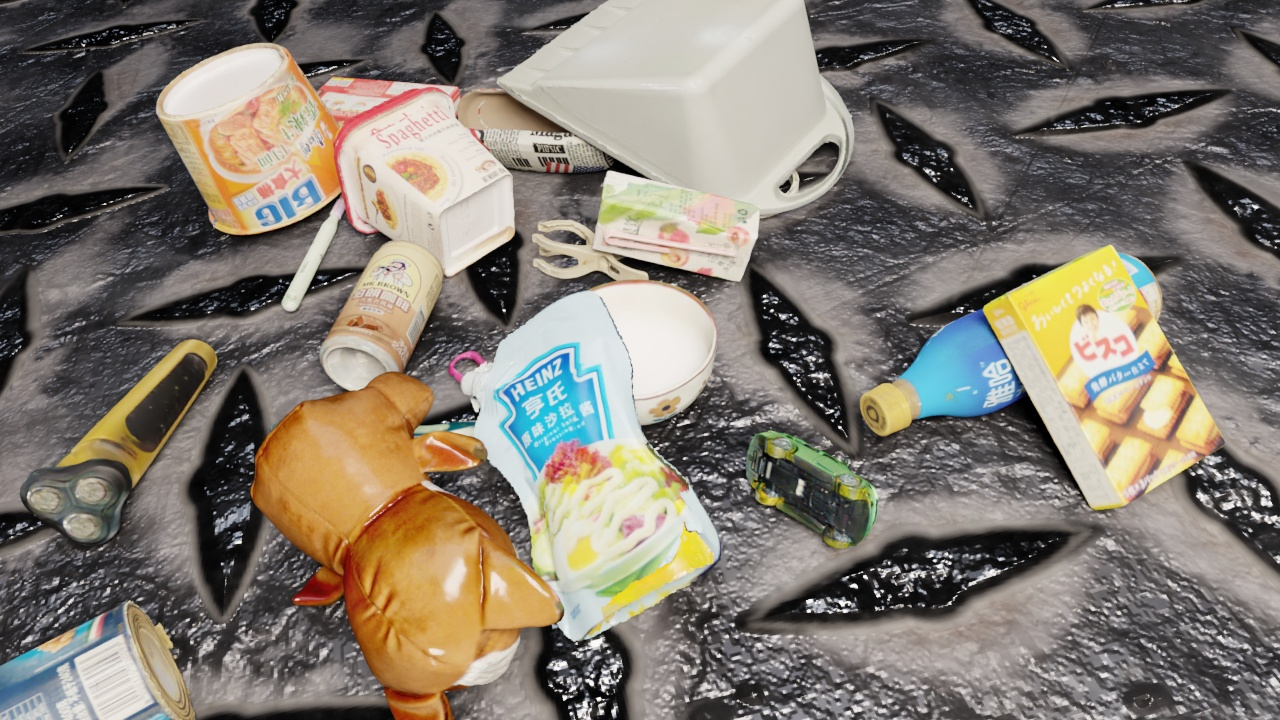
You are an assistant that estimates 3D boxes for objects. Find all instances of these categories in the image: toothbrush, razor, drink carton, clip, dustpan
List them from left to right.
[{"bbox_3d":[-0.340,0.046,0.623,0.068,0.062,0.167,-24,31,28],"label":"razor"},{"bbox_3d":[-0.274,-0.107,0.792,0.029,0.020,0.189,15,44,-10],"label":"toothbrush"},{"bbox_3d":[-0.161,0.047,0.625,0.192,0.018,0.016,-2,44,5],"label":"toothbrush"},{"bbox_3d":[-0.037,-0.087,0.738,0.100,0.035,0.071,10,45,9],"label":"clip"},{"bbox_3d":[0.026,-0.102,0.709,0.122,0.054,0.045,12,48,-5],"label":"drink carton"},{"bbox_3d":[0.052,-0.230,0.817,0.258,0.143,0.222,18,53,39],"label":"dustpan"}]

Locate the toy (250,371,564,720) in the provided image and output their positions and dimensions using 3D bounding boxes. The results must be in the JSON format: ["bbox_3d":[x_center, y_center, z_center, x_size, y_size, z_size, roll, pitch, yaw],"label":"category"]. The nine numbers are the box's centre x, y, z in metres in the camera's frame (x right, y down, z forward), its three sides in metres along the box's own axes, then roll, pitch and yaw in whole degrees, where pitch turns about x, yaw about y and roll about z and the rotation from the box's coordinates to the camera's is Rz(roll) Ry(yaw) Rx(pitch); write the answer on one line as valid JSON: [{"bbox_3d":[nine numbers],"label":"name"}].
[{"bbox_3d":[-0.126,0.104,0.507,0.130,0.140,0.199,10,26,-50],"label":"toy"}]

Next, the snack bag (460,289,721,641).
[{"bbox_3d":[-0.036,0.056,0.540,0.110,0.038,0.191,-35,65,16],"label":"snack bag"}]

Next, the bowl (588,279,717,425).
[{"bbox_3d":[-0.004,0.004,0.621,0.113,0.062,0.113,-4,45,4],"label":"bowl"}]

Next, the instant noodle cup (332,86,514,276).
[{"bbox_3d":[-0.173,-0.145,0.762,0.124,0.117,0.116,39,59,22],"label":"instant noodle cup"}]

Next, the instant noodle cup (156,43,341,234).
[{"bbox_3d":[-0.342,-0.201,0.814,0.151,0.111,0.151,-9,45,9],"label":"instant noodle cup"}]

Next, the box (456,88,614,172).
[{"bbox_3d":[-0.101,-0.202,0.833,0.163,0.076,0.087,7,28,11],"label":"box"}]

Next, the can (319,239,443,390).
[{"bbox_3d":[-0.189,-0.033,0.680,0.058,0.059,0.116,3,45,9],"label":"can"}]

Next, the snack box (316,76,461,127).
[{"bbox_3d":[-0.266,-0.257,0.939,0.153,0.025,0.075,9,47,15],"label":"snack box"}]

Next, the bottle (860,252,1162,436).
[{"bbox_3d":[0.241,-0.006,0.603,0.218,0.065,0.065,-24,47,-17],"label":"bottle"}]

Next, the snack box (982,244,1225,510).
[{"bbox_3d":[0.280,0.009,0.556,0.086,0.034,0.140,-24,81,-17],"label":"snack box"}]

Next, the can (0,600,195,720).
[{"bbox_3d":[-0.295,0.181,0.463,0.111,0.075,0.075,-27,48,-21],"label":"can"}]

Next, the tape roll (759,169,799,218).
[{"bbox_3d":[0.095,-0.154,0.804,0.086,0.014,0.085,-3,44,3],"label":"tape roll"}]

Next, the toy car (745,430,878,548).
[{"bbox_3d":[0.103,0.074,0.550,0.036,0.043,0.091,-12,31,-39],"label":"toy car"}]

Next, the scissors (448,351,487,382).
[{"bbox_3d":[-0.099,0.023,0.633,0.113,0.017,0.134,7,37,14],"label":"scissors"}]
